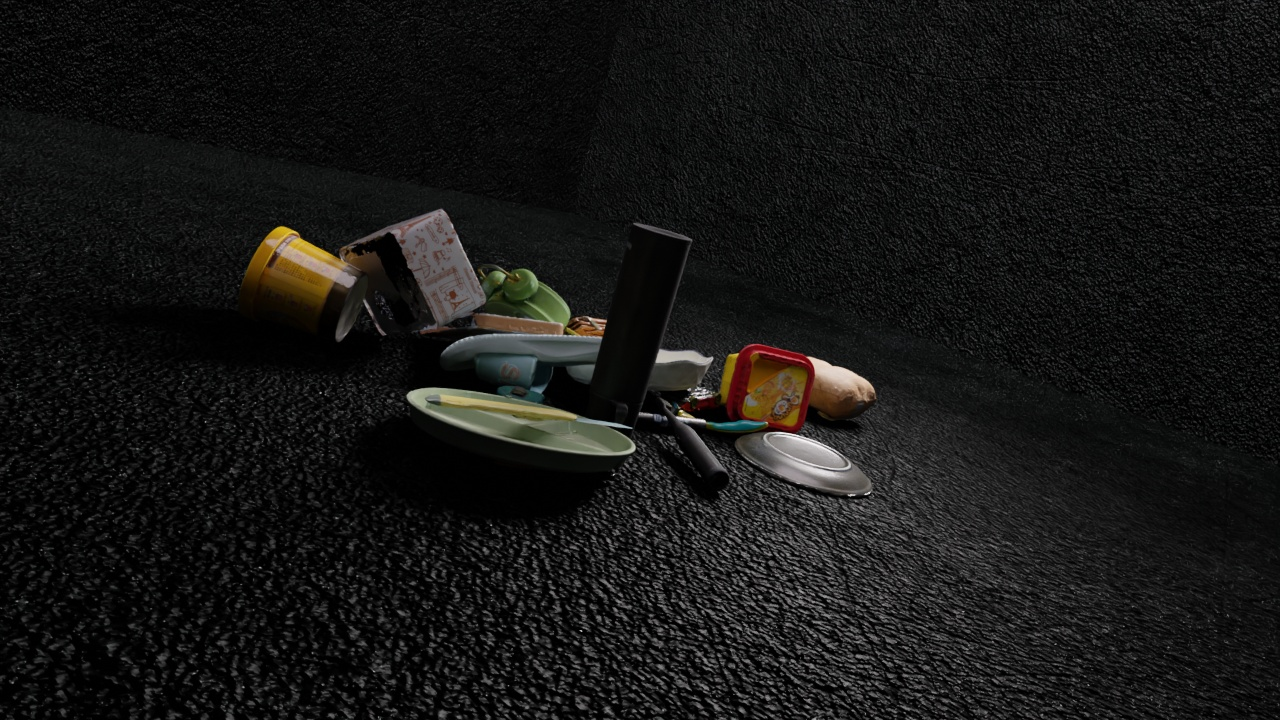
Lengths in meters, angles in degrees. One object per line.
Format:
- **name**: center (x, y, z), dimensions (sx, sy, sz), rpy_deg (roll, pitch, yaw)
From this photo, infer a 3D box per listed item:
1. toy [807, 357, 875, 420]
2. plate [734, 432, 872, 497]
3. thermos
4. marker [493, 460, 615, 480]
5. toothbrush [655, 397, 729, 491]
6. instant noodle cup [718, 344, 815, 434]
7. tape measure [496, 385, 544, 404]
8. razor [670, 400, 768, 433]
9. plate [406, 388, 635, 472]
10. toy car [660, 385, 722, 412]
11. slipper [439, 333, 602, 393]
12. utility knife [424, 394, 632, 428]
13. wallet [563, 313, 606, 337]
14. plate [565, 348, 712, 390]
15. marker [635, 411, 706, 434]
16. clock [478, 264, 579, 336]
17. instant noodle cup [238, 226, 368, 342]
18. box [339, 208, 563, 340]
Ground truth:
- **toy**: center (0.276, 0.034, 1.515), dimensions (0.143, 0.082, 0.226), rpy_deg (12, 9, -37)
- **plate**: center (0.206, 0.122, 1.148), dimensions (0.179, 0.024, 0.179), rpy_deg (15, 12, -3)
- **thermos**: center (-0.004, -0.024, 1.012), dimensions (0.068, 0.243, 0.090), rpy_deg (11, 12, -16)
- **marker**: center (-0.083, 0.103, 0.889), dimensions (0.123, 0.015, 0.018), rpy_deg (13, 7, -18)
- **toothbrush**: center (0.053, 0.089, 1.057), dimensions (0.027, 0.026, 0.212), rpy_deg (18, 15, -22)
- **instant noodle cup**: center (0.168, 0.038, 1.294), dimensions (0.116, 0.116, 0.124), rpy_deg (12, 1, -14)
- **tape measure**: center (-0.138, 0.045, 1.050), dimensions (0.058, 0.025, 0.054), rpy_deg (14, 11, -6)
- **razor**: center (0.101, 0.078, 1.193), dimensions (0.132, 0.028, 0.043), rpy_deg (10, 6, -8)
- **plate**: center (-0.119, 0.069, 0.910), dimensions (0.230, 0.027, 0.230), rpy_deg (13, 5, -1)
- **toy car**: center (0.068, 0.053, 1.256), dimensions (0.049, 0.031, 0.106), rpy_deg (19, 12, 33)
- **slipper**: center (-0.119, 0.007, 1.116), dimensions (0.245, 0.074, 0.104), rpy_deg (0, -3, 4)
- **utility knife**: center (-0.106, 0.049, 0.891), dimensions (0.208, 0.021, 0.031), rpy_deg (4, 9, -20)
- **wallet**: center (-0.061, -0.035, 1.368), dimensions (0.130, 0.035, 0.119), rpy_deg (8, -20, -36)
- **plate**: center (-0.007, 0.007, 1.252), dimensions (0.205, 0.045, 0.205), rpy_deg (3, 5, 0)
- **marker**: center (0.021, 0.076, 1.134), dimensions (0.132, 0.020, 0.022), rpy_deg (9, -15, -26)
- **clock**: center (-0.165, -0.077, 1.279), dimensions (0.116, 0.056, 0.161), rpy_deg (1, -38, 48)
- **instant noodle cup**: center (-0.401, -0.086, 1.107), dimensions (0.114, 0.118, 0.118), rpy_deg (22, 12, -5)
- **box**: center (-0.246, -0.074, 1.174), dimensions (0.271, 0.132, 0.180), rpy_deg (40, -25, -30)
